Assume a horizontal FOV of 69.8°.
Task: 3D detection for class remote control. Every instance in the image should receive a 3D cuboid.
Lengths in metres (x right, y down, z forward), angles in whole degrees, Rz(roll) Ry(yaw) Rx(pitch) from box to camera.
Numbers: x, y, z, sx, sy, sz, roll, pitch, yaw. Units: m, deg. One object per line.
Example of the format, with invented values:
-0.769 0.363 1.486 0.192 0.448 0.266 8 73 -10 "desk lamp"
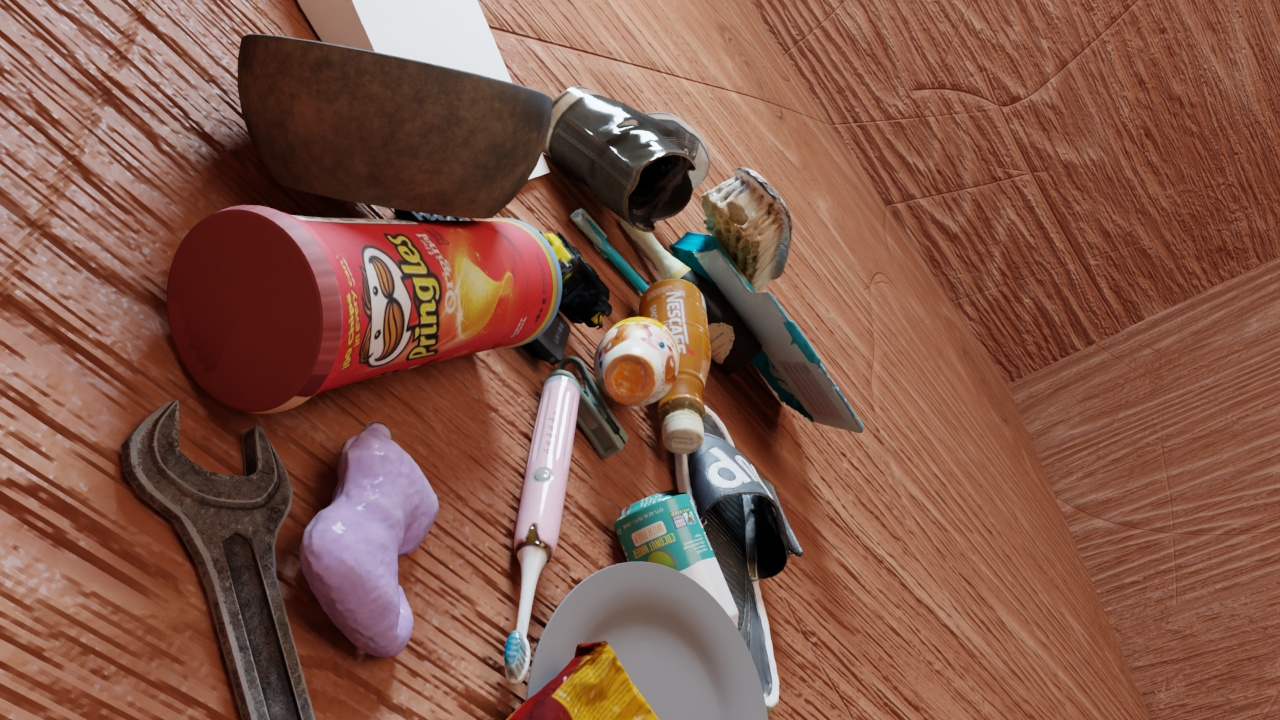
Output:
-0.106 -0.057 0.616 0.150 0.022 0.047 47 27 -22 "remote control"

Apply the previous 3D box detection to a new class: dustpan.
-0.177 -0.242 0.690 0.258 0.053 0.191 67 22 -11 "dustpan"

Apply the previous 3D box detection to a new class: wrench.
-0.135 0.140 0.346 0.070 0.010 0.273 7 57 -61 "wrench"

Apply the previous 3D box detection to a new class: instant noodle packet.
-0.017 0.214 0.435 0.098 0.040 0.135 -36 94 -47 "instant noodle packet"

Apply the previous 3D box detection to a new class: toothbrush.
-0.058 0.087 0.534 0.222 0.027 0.027 -87 168 -52 "toothbrush"

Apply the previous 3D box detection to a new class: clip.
-0.037 0.033 0.645 0.075 0.023 0.037 56 23 -12 "clip"

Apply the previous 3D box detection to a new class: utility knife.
-0.015 -0.085 0.828 0.141 0.015 0.022 46 7 -29 "utility knife"

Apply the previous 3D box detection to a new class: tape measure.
-0.054 -0.060 0.670 0.071 0.042 0.072 42 4 -47 "tape measure"

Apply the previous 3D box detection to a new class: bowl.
-0.133 -0.122 0.498 0.162 0.162 0.070 -15 118 -65 "bowl"

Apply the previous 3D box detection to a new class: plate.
0.007 0.201 0.506 0.178 0.012 0.178 22 55 -36 "plate"

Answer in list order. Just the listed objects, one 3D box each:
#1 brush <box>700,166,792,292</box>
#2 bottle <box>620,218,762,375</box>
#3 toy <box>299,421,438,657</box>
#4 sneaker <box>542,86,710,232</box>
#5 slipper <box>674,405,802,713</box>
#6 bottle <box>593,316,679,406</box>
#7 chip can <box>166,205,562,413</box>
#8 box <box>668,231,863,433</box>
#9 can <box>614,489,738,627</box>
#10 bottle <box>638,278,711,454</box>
0.109 -0.124 0.942 0.083 0.056 0.271 49 -1 10 "brush"
0.044 -0.070 0.894 0.184 0.045 0.045 51 25 -3 "bottle"
-0.118 0.081 0.414 0.099 0.036 0.080 -83 153 -61 "toy"
0.018 -0.177 0.863 0.120 0.095 0.234 44 17 25 "sneaker"
0.079 0.137 0.706 0.111 0.063 0.263 44 31 -31 "slipper"
-0.004 0.004 0.669 0.063 0.063 0.109 57 10 -6 "bottle"
-0.124 -0.034 0.472 0.087 0.087 0.213 61 23 4 "chip can"
0.124 -0.028 0.920 0.227 0.039 0.181 52 -5 -17 "box"
0.024 0.139 0.600 0.054 0.055 0.101 8 55 -60 "can"
0.031 0.004 0.762 0.059 0.059 0.166 41 31 -36 "bottle"
